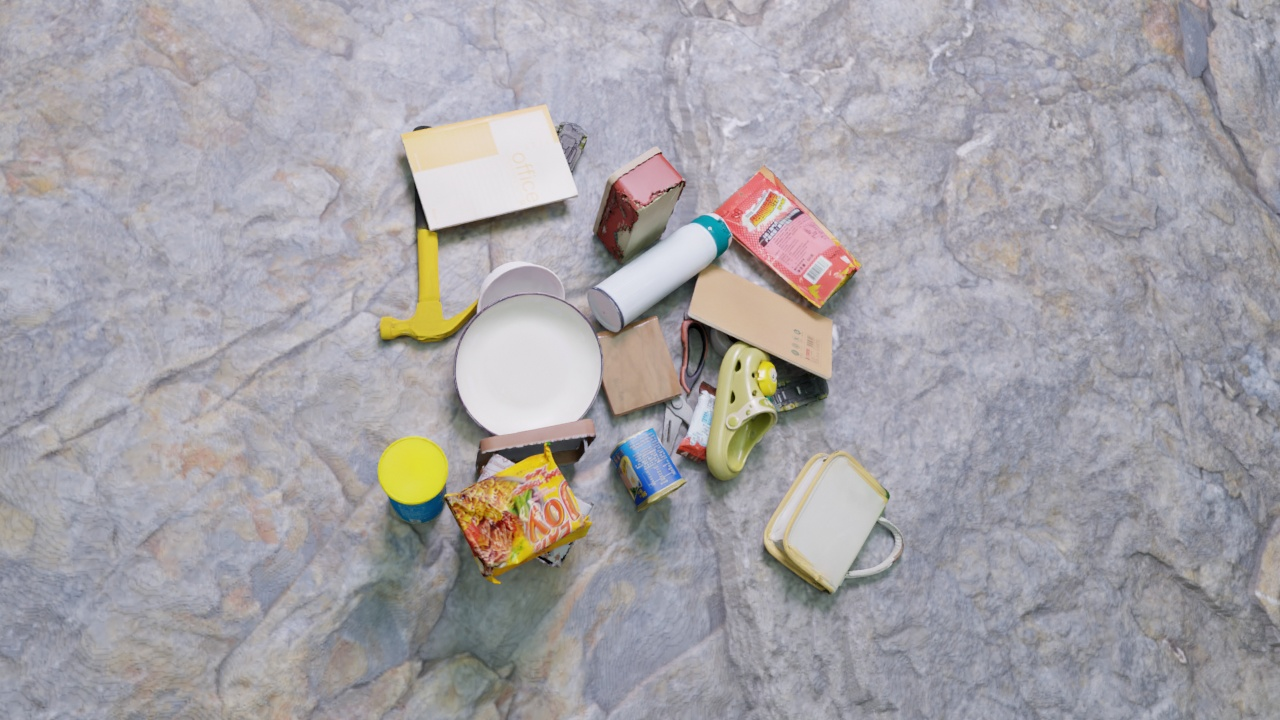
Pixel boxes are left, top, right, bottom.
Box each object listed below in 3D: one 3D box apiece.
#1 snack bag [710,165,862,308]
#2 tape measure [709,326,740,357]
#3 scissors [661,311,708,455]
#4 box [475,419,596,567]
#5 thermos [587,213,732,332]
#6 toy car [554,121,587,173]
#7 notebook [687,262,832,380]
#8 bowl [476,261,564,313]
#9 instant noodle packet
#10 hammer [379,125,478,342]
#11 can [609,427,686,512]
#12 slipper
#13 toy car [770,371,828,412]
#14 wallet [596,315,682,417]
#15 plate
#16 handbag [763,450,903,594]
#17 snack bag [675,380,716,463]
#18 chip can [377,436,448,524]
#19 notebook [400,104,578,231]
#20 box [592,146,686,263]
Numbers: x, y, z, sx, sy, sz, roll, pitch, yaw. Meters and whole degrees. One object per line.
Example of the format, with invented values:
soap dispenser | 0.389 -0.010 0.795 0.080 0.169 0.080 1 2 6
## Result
snack bag | 0.210 -0.174 1.308 0.208 0.073 0.128 43 66 8
tape measure | 0.129 -0.036 1.265 0.066 0.034 0.065 -20 78 -19
scissors | 0.045 0.038 1.237 0.225 0.015 0.188 46 71 2
box | -0.126 0.137 1.088 0.150 0.182 0.166 31 74 -3
thermos | 0.031 -0.125 1.237 0.223 0.073 0.073 -37 85 -26
toy car | -0.111 -0.284 1.283 0.048 0.032 0.105 23 73 -3
notebook | 0.168 -0.058 1.251 0.207 0.008 0.147 24 36 -5
bowl | -0.164 -0.086 1.193 0.118 0.118 0.064 -19 41 -16
instant noodle packet | -0.126 0.161 0.966 0.128 0.044 0.111 -26 88 -15
hammer | -0.281 -0.170 1.216 0.128 0.033 0.300 -2 75 -13
can | 0.007 0.137 1.155 0.057 0.102 0.083 -27 80 -17
slipper | 0.144 0.068 1.203 0.082 0.091 0.190 8 77 33
toy car | 0.214 0.044 1.258 0.091 0.036 0.043 -17 78 -15
wallet | -0.007 0.007 1.216 0.101 0.020 0.115 -18 82 -14
plate | -0.144 0.008 1.169 0.192 0.039 0.192 -3 99 -18
handbag | 0.265 0.227 1.214 0.178 0.063 0.163 41 70 -14
snack bag | 0.081 0.082 1.211 0.048 0.026 0.104 28 69 -29
chip can | -0.254 0.140 1.041 0.071 0.211 0.071 3 74 -11
notebook | -0.202 -0.262 1.235 0.206 0.010 0.145 -16 78 -16
box | 0.000 -0.194 1.209 0.091 0.169 0.078 -36 81 -19
